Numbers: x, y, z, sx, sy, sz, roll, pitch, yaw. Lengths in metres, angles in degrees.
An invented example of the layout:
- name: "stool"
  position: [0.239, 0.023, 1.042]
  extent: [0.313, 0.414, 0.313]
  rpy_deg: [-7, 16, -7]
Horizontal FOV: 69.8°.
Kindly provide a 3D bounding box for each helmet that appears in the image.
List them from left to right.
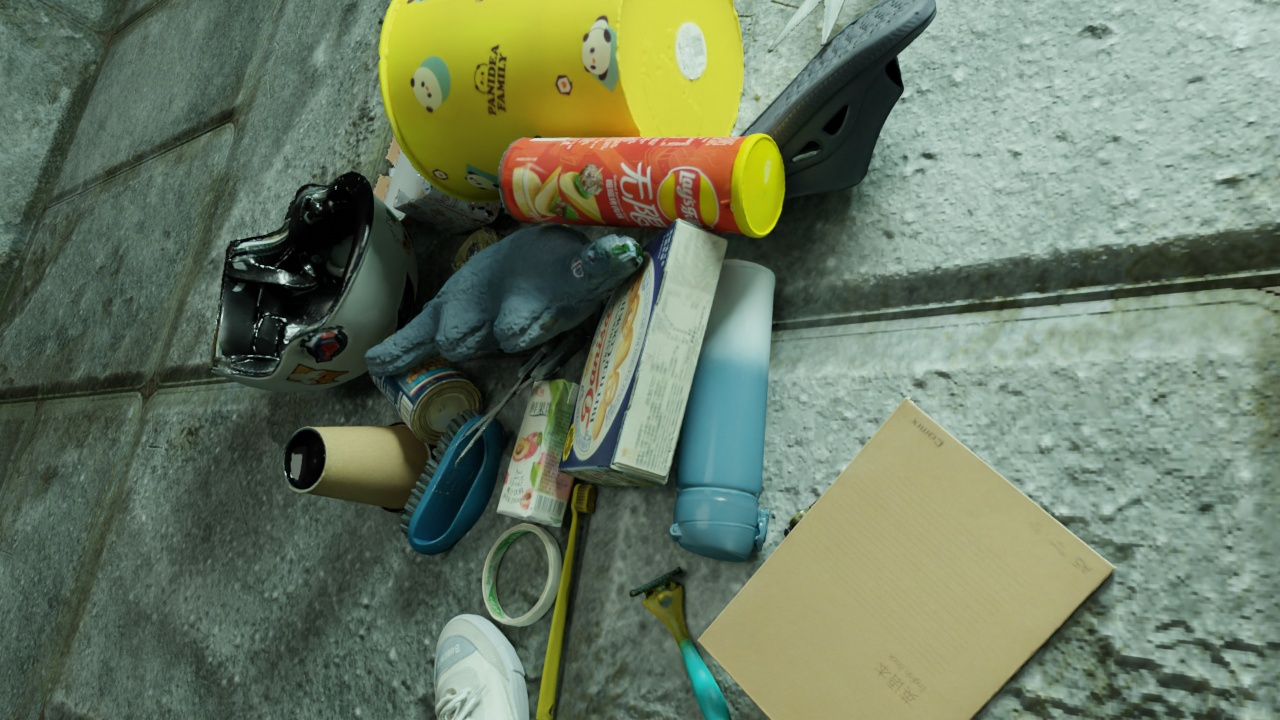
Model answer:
- name: "helmet"
  position: [-0.342, -0.066, 1.016]
  extent: [0.275, 0.157, 0.229]
  rpy_deg: [-30, 51, 19]

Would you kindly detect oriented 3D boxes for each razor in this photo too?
- name: "razor"
  position: [0.035, 0.208, 0.648]
  extent: [0.043, 0.028, 0.132]
  rpy_deg: [-24, 47, -7]

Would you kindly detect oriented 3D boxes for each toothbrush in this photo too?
- name: "toothbrush"
  position: [-0.060, 0.194, 0.747]
  extent: [0.017, 0.015, 0.189]
  rpy_deg: [-3, 69, 33]

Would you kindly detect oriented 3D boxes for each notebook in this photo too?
- name: "notebook"
  position: [0.152, 0.150, 0.560]
  extent: [0.149, 0.012, 0.212]
  rpy_deg: [44, 102, 27]

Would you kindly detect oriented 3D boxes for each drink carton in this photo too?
- name: "drink carton"
  position: [-0.079, 0.079, 0.794]
  extent: [0.054, 0.045, 0.122]
  rpy_deg: [-6, 65, 53]

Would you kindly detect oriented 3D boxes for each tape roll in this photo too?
- name: "tape roll"
  position: [-0.102, 0.184, 0.790]
  extent: [0.086, 0.014, 0.085]
  rpy_deg: [-19, 59, 34]

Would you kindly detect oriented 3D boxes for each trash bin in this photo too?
- name: "trash bin"
  position: [-0.063, -0.259, 0.822]
  extent: [0.256, 0.229, 0.229]
  rpy_deg: [7, 75, 37]

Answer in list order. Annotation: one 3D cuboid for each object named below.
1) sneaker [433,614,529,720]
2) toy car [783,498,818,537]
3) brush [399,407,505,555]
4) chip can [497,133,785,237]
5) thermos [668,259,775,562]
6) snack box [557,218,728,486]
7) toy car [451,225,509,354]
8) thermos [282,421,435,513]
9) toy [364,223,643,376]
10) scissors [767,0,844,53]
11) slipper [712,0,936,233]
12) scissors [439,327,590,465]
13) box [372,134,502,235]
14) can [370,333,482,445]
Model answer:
- name: "sneaker"
  position: [-0.129, 0.300, 0.707]
  extent: [0.090, 0.090, 0.242]
  rpy_deg: [-46, 47, 14]
- name: "toy car"
  position: [0.145, 0.098, 0.597]
  extent: [0.106, 0.031, 0.049]
  rpy_deg: [-46, 65, 15]
- name: "brush"
  position: [-0.168, 0.117, 0.849]
  extent: [0.073, 0.055, 0.144]
  rpy_deg: [29, 91, 46]
- name: "chip can"
  position: [-0.004, -0.134, 0.691]
  extent: [0.217, 0.073, 0.073]
  rpy_deg: [9, 77, 31]
- name: "thermos"
  position: [0.064, 0.036, 0.679]
  extent: [0.070, 0.070, 0.220]
  rpy_deg: [-10, 65, 38]
- name: "snack box"
  position: [-0.004, 0.004, 0.703]
  extent: [0.183, 0.045, 0.177]
  rpy_deg: [156, 130, -71]
- name: "toy car"
  position: [-0.146, -0.073, 0.929]
  extent: [0.070, 0.042, 0.158]
  rpy_deg: [-46, 50, 16]
- name: "thermos"
  position: [-0.270, 0.101, 0.894]
  extent: [0.093, 0.143, 0.093]
  rpy_deg: [-7, 77, 31]
- name: "toy"
  position: [-0.109, -0.058, 0.803]
  extent: [0.357, 0.091, 0.137]
  rpy_deg: [-16, 23, 42]
- name: "scissors"
  position: [0.169, -0.333, 0.749]
  extent: [0.225, 0.021, 0.204]
  rpy_deg: [-39, 38, 5]
- name: "slipper"
  position: [0.131, -0.168, 0.706]
  extent: [0.269, 0.083, 0.110]
  rpy_deg: [-39, 17, 40]
- name: "scissors"
  position: [-0.107, 0.027, 0.801]
  extent: [0.160, 0.014, 0.180]
  rpy_deg: [-33, 18, 37]
- name: "box"
  position: [-0.229, -0.235, 1.047]
  extent: [0.261, 0.082, 0.177]
  rpy_deg: [-1, 69, 55]
- name: "can"
  position: [-0.214, 0.027, 0.917]
  extent: [0.111, 0.075, 0.075]
  rpy_deg: [39, 98, 44]
